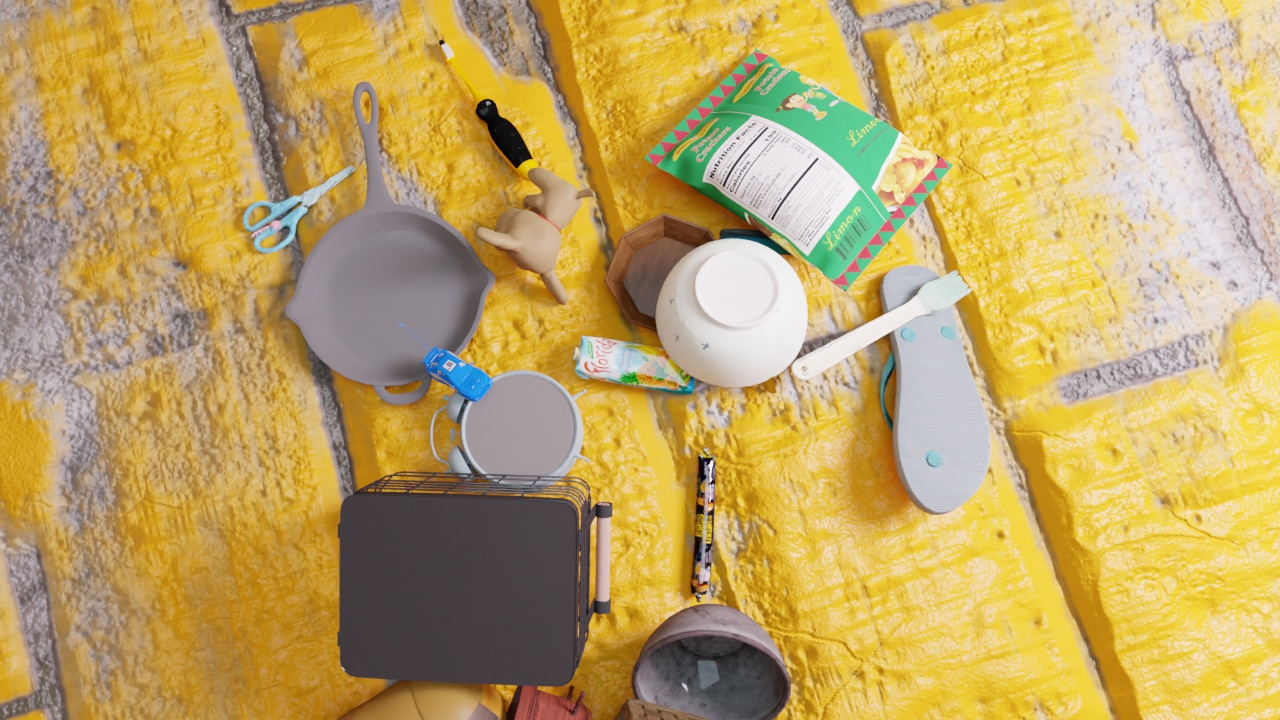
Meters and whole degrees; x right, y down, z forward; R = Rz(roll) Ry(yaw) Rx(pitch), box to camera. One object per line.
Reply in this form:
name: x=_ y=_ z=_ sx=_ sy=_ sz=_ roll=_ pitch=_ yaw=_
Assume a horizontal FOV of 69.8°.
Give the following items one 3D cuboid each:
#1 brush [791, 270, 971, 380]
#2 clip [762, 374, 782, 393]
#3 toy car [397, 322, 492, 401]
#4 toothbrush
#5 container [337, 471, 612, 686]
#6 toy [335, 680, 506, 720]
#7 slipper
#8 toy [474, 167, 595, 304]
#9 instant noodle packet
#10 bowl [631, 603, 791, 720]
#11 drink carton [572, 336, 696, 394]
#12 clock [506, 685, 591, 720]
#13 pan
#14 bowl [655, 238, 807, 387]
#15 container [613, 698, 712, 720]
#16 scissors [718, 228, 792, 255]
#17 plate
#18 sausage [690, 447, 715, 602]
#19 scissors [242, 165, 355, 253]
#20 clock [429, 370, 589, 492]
brush: x=0.245 y=-0.035 z=0.934 sx=0.217 sy=0.012 sz=0.033 roll=-27 pitch=71 yaw=-15
clip: x=0.127 y=0.003 z=0.949 sx=0.039 sy=0.053 sz=0.047 roll=-46 pitch=54 yaw=-9
toy car: x=-0.194 y=-0.001 z=0.902 sx=0.092 sy=0.062 sz=0.033 roll=27 pitch=70 yaw=28
toothbrush: x=-0.168 y=-0.273 z=1.000 sx=0.031 sy=0.031 sz=0.196 roll=-32 pitch=78 yaw=-10
container: x=-0.152 y=0.192 z=0.843 sx=0.241 sy=0.130 sz=0.163 roll=1 pitch=93 yaw=4
toy: x=-0.217 y=0.356 z=0.826 sx=0.203 sy=0.162 sz=0.198 roll=-39 pitch=121 yaw=-3
slipper: x=0.297 y=0.030 z=0.946 sx=0.098 sy=0.055 sz=0.268 roll=1 pitch=69 yaw=-3
toy: x=-0.104 y=-0.138 z=0.946 sx=0.106 sy=0.134 sz=0.108 roll=21 pitch=77 yaw=46
instant noodle packet: x=0.163 y=-0.206 z=0.951 sx=0.253 sy=0.090 sz=0.195 roll=37 pitch=70 yaw=17
bowl: x=0.067 y=0.281 z=0.864 sx=0.145 sy=0.067 sz=0.145 roll=3 pitch=123 yaw=4
drink carton: x=-0.006 y=0.006 z=0.945 sx=0.129 sy=0.038 sz=0.044 roll=10 pitch=80 yaw=1
clock: x=-0.098 y=0.375 z=0.838 sx=0.072 sy=0.121 sz=0.157 roll=19 pitch=72 yaw=-5
pan: x=-0.270 y=-0.127 z=0.972 sx=0.216 sy=0.024 sz=0.354 roll=-10 pitch=81 yaw=-3
bowl: x=0.092 y=-0.056 z=0.901 sx=0.153 sy=0.073 sz=0.153 roll=0 pitch=70 yaw=1
container: x=0.060 y=0.429 z=0.801 sx=0.250 sy=0.157 sz=0.186 roll=18 pitch=88 yaw=-6
scissors: x=0.152 y=-0.119 z=0.964 sx=0.137 sy=0.129 sz=0.019 roll=-14 pitch=122 yaw=-36
plate: x=0.029 y=-0.087 z=0.969 sx=0.131 sy=0.025 sz=0.131 roll=0 pitch=80 yaw=-1
sausage: x=0.064 y=0.165 z=0.927 sx=0.020 sy=0.020 sz=0.155 roll=4 pitch=80 yaw=0
scissors: x=-0.365 y=-0.172 z=0.989 sx=0.138 sy=0.015 sz=0.063 roll=-39 pitch=79 yaw=-13
clock: x=-0.133 y=0.072 z=0.928 sx=0.159 sy=0.045 sz=0.122 roll=-3 pitch=79 yaw=-3
